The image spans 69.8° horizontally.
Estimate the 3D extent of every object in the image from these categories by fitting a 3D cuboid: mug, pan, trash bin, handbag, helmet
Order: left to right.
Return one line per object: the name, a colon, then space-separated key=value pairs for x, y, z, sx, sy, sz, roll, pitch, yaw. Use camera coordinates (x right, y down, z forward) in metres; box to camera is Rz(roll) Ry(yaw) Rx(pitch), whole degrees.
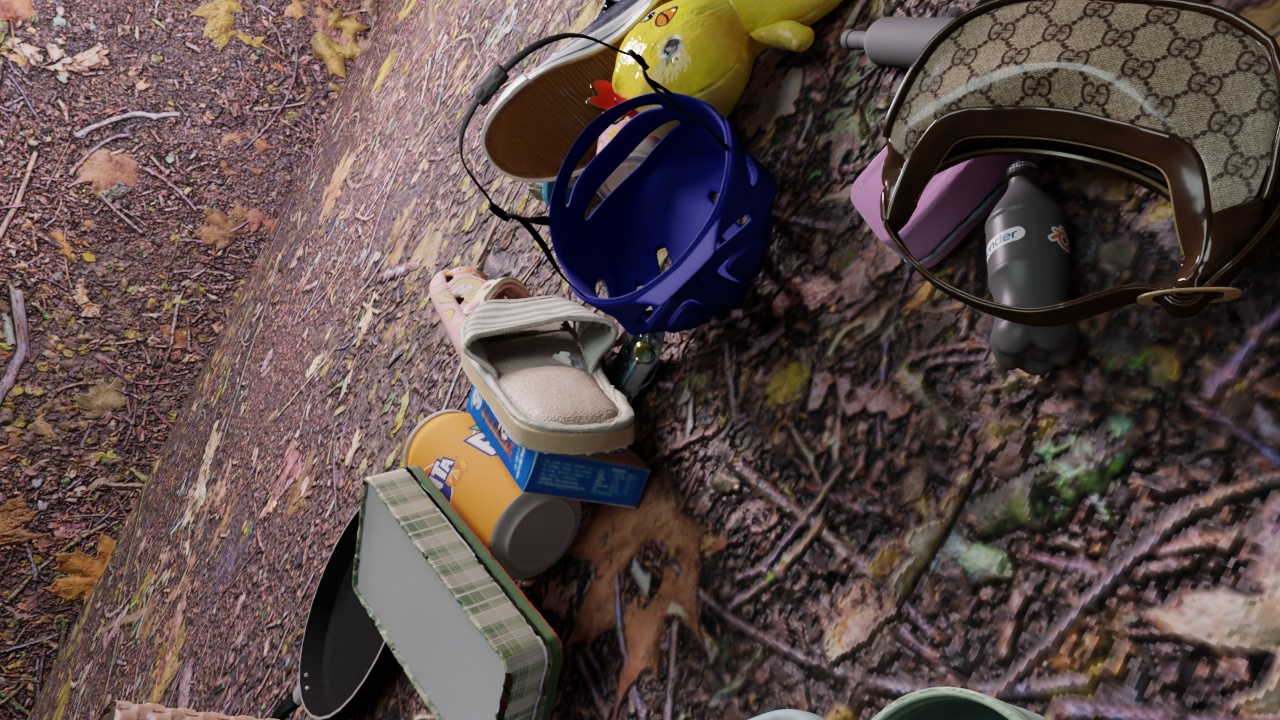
trash bin: x=-0.339 y=0.356 z=0.736 sx=0.152 sy=0.210 sz=0.151 roll=-37 pitch=39 yaw=38
pan: x=-0.303 y=0.286 z=0.905 sx=0.357 sy=0.034 sz=0.225 roll=-56 pitch=32 yaw=11
helmet: x=-0.016 y=-0.120 z=0.593 sx=0.148 sy=0.227 sz=0.241 roll=-44 pitch=32 yaw=15
mug: x=0.117 y=0.156 z=0.305 sx=0.111 sy=0.104 sz=0.084 roll=6 pitch=73 yaw=57
handbag: x=0.184 y=-0.080 z=0.391 sx=0.167 sy=0.063 sz=0.138 roll=24 pitch=90 yaw=35

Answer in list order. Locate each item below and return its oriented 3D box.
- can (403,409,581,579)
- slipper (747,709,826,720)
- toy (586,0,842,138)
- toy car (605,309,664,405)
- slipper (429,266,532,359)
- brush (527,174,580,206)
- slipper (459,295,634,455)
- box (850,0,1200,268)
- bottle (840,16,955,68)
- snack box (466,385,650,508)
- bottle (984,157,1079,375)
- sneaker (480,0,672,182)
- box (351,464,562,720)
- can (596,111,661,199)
can: x=-0.114 y=0.096 z=0.687 sx=0.142 sy=0.079 sz=0.079 roll=30 pitch=93 yaw=42
slipper: x=-0.005 y=0.241 z=0.436 sx=0.246 sy=0.074 sz=0.104 roll=-41 pitch=33 yaw=20
toy: x=0.059 y=-0.239 z=0.697 sx=0.208 sy=0.092 sz=0.133 roll=-37 pitch=42 yaw=14
toy car: x=-0.004 y=0.004 z=0.673 sx=0.038 sy=0.027 sz=0.090 roll=-98 pitch=29 yaw=-45
slipper: x=-0.133 y=-0.036 z=0.856 sx=0.081 sy=0.093 sz=0.197 roll=-38 pitch=36 yaw=3
brush: x=-0.056 y=-0.209 z=0.890 sx=0.075 sy=0.055 sz=0.136 roll=23 pitch=87 yaw=37
slipper: x=-0.072 y=-0.003 z=0.671 sx=0.272 sy=0.114 sz=0.054 roll=-126 pitch=32 yaw=-63
box: x=0.200 y=-0.142 z=0.474 sx=0.215 sy=0.036 sz=0.076 roll=-49 pitch=30 yaw=23
bottle: x=0.163 y=-0.199 z=0.574 sx=0.030 sy=0.030 sz=0.113 roll=-60 pitch=31 yaw=6
snack box: x=-0.064 y=0.055 z=0.665 sx=0.151 sy=0.087 sz=0.034 roll=39 pitch=112 yaw=58
bottle: x=0.181 y=-0.047 z=0.427 sx=0.036 sy=0.036 sz=0.109 roll=-24 pitch=48 yaw=47
sneaker: x=-0.024 y=-0.278 z=0.825 sx=0.295 sy=0.120 sz=0.127 roll=-34 pitch=30 yaw=19
box: x=-0.131 y=0.171 z=0.625 sx=0.205 sy=0.050 sz=0.118 roll=36 pitch=123 yaw=39
can: x=-0.003 y=-0.176 z=0.770 sx=0.067 sy=0.067 sz=0.076 roll=-28 pitch=46 yaw=44
